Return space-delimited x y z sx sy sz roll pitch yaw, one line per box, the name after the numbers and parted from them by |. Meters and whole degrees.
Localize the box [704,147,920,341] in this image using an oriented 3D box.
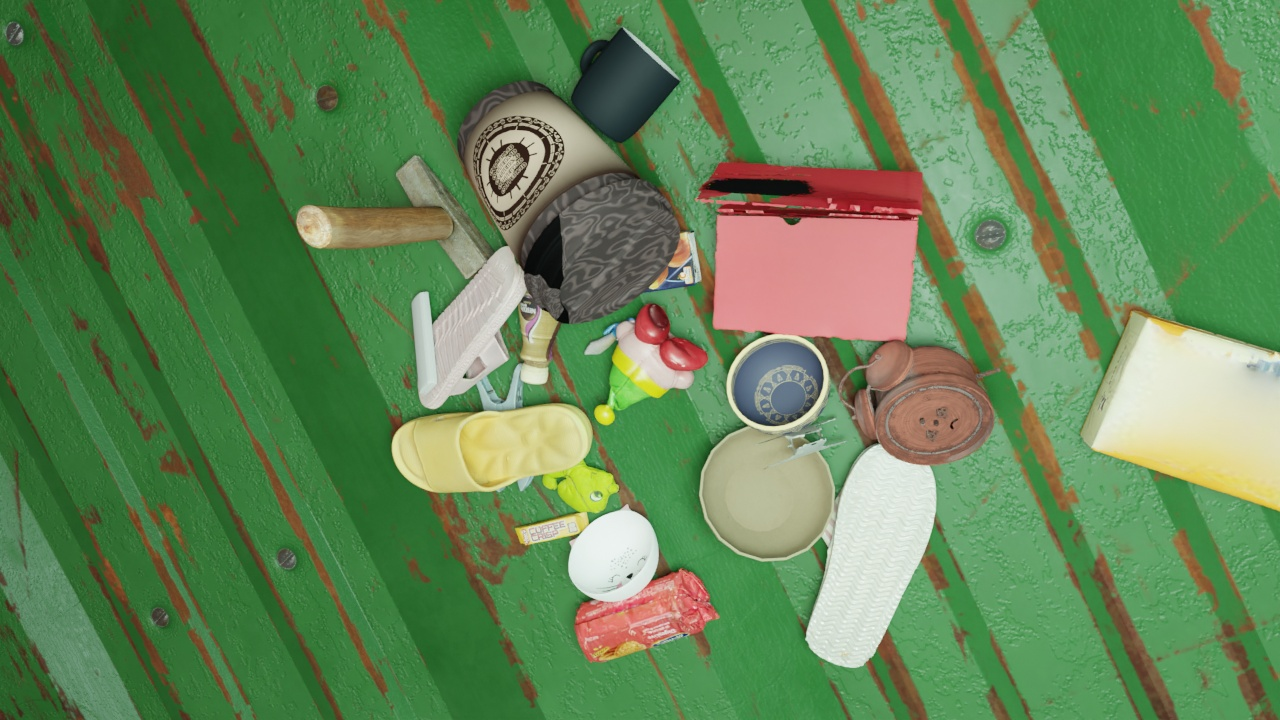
0.210 -0.145 1.089 0.217 0.350 0.198 4 105 13 | box

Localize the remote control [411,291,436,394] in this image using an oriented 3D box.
-0.264 -0.022 1.113 0.033 0.012 0.130 -38 53 40 | remote control

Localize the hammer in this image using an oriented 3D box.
-0.267 -0.151 0.979 0.037 0.300 0.158 -36 89 18 | hammer

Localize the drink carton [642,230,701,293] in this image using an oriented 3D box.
0.000 -0.110 1.053 0.130 0.040 0.064 -7 98 16 | drink carton

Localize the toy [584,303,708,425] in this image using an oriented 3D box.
-0.006 0.006 1.055 0.124 0.096 0.132 44 131 7 | toy

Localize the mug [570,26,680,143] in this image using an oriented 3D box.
-0.028 -0.309 1.009 0.095 0.085 0.121 -47 58 17 | mug

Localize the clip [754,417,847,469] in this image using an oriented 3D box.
0.179 0.085 1.010 0.102 0.056 0.056 -18 135 -9 | clip

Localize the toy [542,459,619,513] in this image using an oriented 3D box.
-0.076 0.146 1.123 0.094 0.036 0.093 -19 92 23 | toy

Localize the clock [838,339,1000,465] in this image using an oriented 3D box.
0.288 0.041 0.963 0.157 0.072 0.121 9 130 -1 | clock

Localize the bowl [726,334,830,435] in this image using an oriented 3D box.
0.158 0.034 1.020 0.113 0.061 0.112 -10 64 21 | bowl

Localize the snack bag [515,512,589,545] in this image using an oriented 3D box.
-0.111 0.211 1.152 0.099 0.020 0.026 -15 95 17 | snack bag

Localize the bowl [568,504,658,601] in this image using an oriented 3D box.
-0.025 0.241 1.099 0.115 0.114 0.050 -20 130 17 | bowl

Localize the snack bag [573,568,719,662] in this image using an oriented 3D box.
0.001 0.308 1.110 0.177 0.082 0.082 -23 93 17 | snack bag

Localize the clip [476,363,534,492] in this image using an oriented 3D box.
-0.150 0.082 1.136 0.112 0.028 0.163 -5 100 15 | clip

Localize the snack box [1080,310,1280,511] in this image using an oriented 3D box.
0.568 0.049 0.909 0.195 0.080 0.145 19 105 11 | snack box

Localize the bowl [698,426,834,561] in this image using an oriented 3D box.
0.139 0.152 1.040 0.152 0.050 0.152 1 75 -4 | bowl

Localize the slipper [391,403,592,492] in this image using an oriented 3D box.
-0.187 0.110 1.096 0.264 0.078 0.099 -11 100 16 | slipper

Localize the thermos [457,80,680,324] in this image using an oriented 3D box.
-0.087 -0.176 0.979 0.173 0.172 0.226 -44 65 17 | thermos

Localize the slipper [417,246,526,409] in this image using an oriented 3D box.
-0.189 -0.036 1.092 0.240 0.064 0.094 -48 46 29 | slipper

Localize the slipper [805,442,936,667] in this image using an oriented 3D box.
0.255 0.218 1.040 0.115 0.052 0.263 17 100 13 | slipper

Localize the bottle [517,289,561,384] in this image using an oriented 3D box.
-0.117 -0.055 1.084 0.060 0.059 0.166 11 103 13 | bottle
